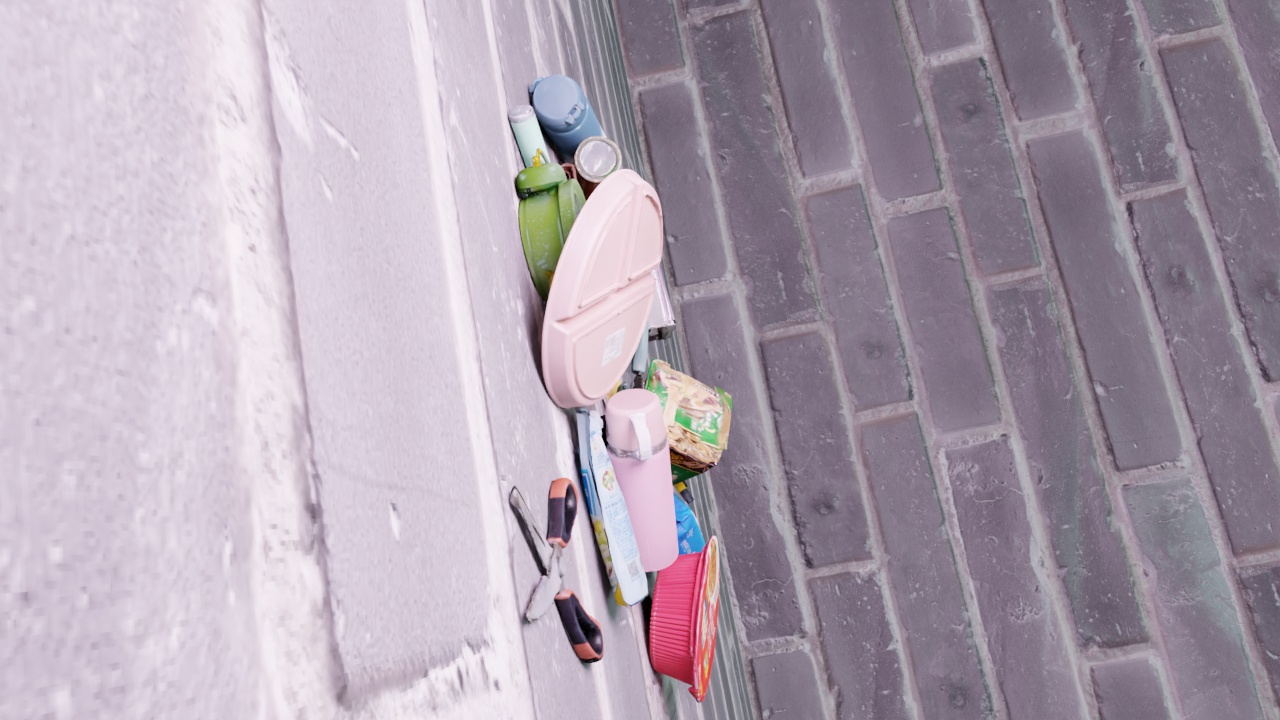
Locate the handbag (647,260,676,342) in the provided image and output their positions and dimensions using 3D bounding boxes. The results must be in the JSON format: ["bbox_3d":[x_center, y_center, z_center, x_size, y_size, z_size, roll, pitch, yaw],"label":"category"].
[{"bbox_3d":[-0.007,-0.129,1.387,0.145,0.098,0.197,35,43,-79],"label":"handbag"}]

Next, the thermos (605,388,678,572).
[{"bbox_3d":[0.003,0.131,0.967,0.087,0.067,0.199,-116,-161,-61],"label":"thermos"}]

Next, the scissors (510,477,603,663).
[{"bbox_3d":[-0.060,0.161,0.695,0.222,0.015,0.189,-72,149,-77],"label":"scissors"}]

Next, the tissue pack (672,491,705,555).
[{"bbox_3d":[0.040,0.216,1.201,0.095,0.052,0.157,43,-18,36],"label":"tissue pack"}]

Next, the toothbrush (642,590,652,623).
[{"bbox_3d":[-0.006,0.223,1.107,0.018,0.014,0.189,125,-47,-84],"label":"toothbrush"}]

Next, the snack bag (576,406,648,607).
[{"bbox_3d":[-0.033,0.137,0.897,0.110,0.039,0.191,-32,108,-81],"label":"snack bag"}]

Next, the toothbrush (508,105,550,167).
[{"bbox_3d":[-0.094,-0.166,0.970,0.026,0.027,0.225,-57,146,-34],"label":"toothbrush"}]

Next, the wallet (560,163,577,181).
[{"bbox_3d":[-0.079,-0.158,1.097,0.101,0.032,0.124,73,7,-65],"label":"wallet"}]

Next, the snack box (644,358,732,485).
[{"bbox_3d":[0.031,0.085,1.121,0.106,0.118,0.117,-46,-157,46],"label":"snack box"}]

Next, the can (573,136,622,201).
[{"bbox_3d":[-0.058,-0.231,1.155,0.147,0.058,0.058,134,-55,-81],"label":"can"}]

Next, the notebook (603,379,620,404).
[{"bbox_3d":[-0.031,0.057,1.210,0.145,0.010,0.206,-94,170,-57],"label":"notebook"}]

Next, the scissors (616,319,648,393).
[{"bbox_3d":[-0.006,0.004,1.070,0.173,0.019,0.178,154,-55,-81],"label":"scissors"}]

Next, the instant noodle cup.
[{"bbox_3d":[0.053,0.306,1.104,0.193,0.066,0.194,4,89,-78],"label":"instant noodle cup"}]

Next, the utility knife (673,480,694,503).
[{"bbox_3d":[0.026,0.127,1.190,0.154,0.015,0.033,52,-5,33],"label":"utility knife"}]

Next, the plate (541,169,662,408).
[{"bbox_3d":[-0.027,-0.062,0.855,0.229,0.028,0.229,18,89,-74],"label":"plate"}]

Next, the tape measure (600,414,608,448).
[{"bbox_3d":[-0.028,0.087,1.023,0.058,0.039,0.057,72,9,-47],"label":"tape measure"}]

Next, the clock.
[{"bbox_3d":[-0.079,-0.128,0.887,0.116,0.056,0.161,59,20,-75],"label":"clock"}]

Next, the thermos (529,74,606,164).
[{"bbox_3d":[-0.084,-0.291,1.137,0.220,0.070,0.070,30,49,-82],"label":"thermos"}]
